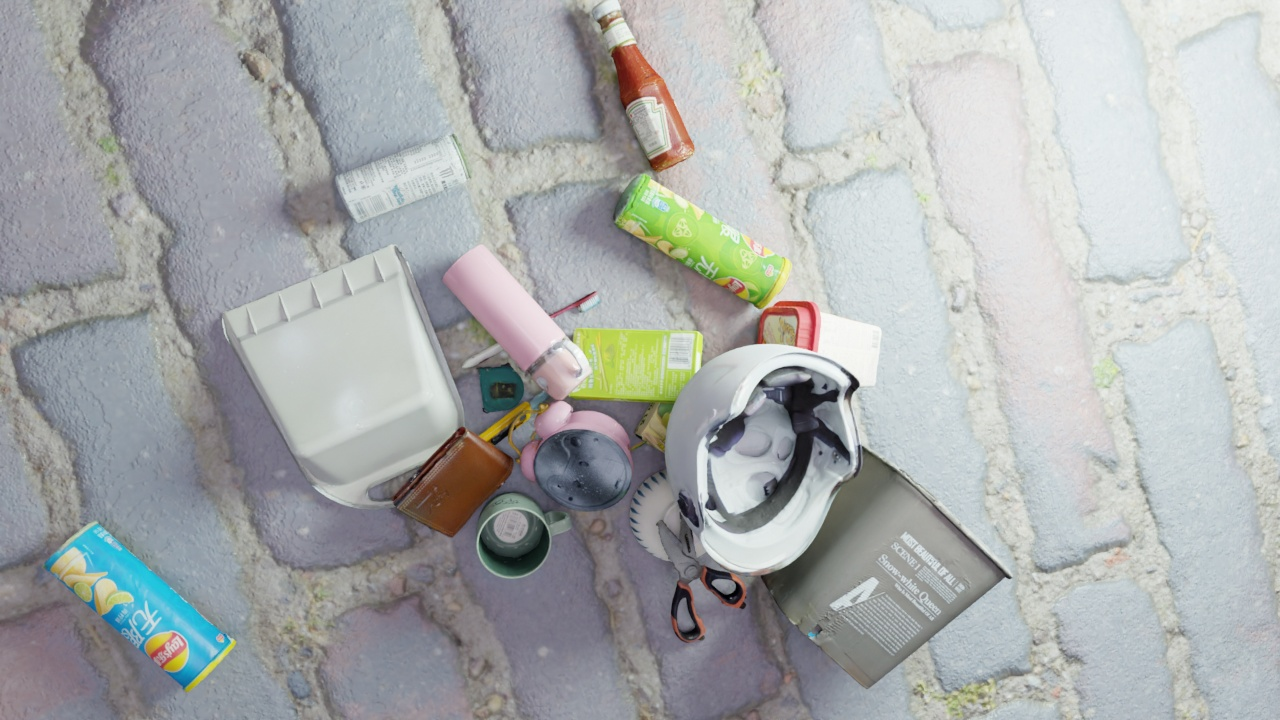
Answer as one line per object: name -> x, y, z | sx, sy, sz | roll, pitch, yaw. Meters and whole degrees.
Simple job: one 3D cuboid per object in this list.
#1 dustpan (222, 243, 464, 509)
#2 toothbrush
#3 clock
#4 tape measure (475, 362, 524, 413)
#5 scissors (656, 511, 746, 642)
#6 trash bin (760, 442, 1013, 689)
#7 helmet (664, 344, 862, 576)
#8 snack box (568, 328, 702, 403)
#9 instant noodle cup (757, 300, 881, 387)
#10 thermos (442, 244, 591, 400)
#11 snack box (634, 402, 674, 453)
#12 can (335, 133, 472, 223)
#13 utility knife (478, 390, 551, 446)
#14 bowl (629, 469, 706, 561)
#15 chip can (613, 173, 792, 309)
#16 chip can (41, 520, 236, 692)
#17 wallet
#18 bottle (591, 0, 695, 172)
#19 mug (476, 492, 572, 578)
dustpan -> -0.331, 0.037, 1.088 | 0.222, 0.143, 0.257 | -24, 67, -8
toothbrush -> -0.132, -0.034, 1.115 | 0.187, 0.016, 0.017 | -29, 107, -7
clock -> -0.082, 0.109, 1.090 | 0.158, 0.059, 0.117 | 21, 119, -5
tape measure -> -0.168, 0.033, 1.107 | 0.054, 0.025, 0.058 | -7, 95, -8
scissors -> 0.072, 0.262, 1.118 | 0.213, 0.015, 0.198 | 15, 110, -32
trash bin -> 0.284, 0.252, 1.117 | 0.199, 0.198, 0.220 | 43, 91, -9
helmet -> 0.117, 0.095, 1.023 | 0.228, 0.146, 0.259 | -18, 121, -25
snack box -> -0.006, 0.006, 1.094 | 0.156, 0.026, 0.085 | 1, 81, 16
instant noodle cup -> 0.221, -0.011, 1.131 | 0.124, 0.116, 0.116 | 6, 92, -21
thermos -> -0.138, -0.045, 1.062 | 0.198, 0.087, 0.067 | 48, 57, 3
snack box -> 0.122, 0.103, 1.140 | 0.240, 0.063, 0.114 | 30, 88, -10
can -> -0.272, -0.211, 1.058 | 0.146, 0.058, 0.058 | -23, 97, -8
utility knife -> -0.166, 0.082, 1.102 | 0.218, 0.033, 0.015 | -38, 55, -12
bowl -> 0.049, 0.195, 1.131 | 0.116, 0.066, 0.116 | -1, 93, -10
chip can -> 0.073, -0.144, 1.113 | 0.221, 0.072, 0.072 | 29, 88, -9
chip can -> -0.561, 0.276, 1.032 | 0.071, 0.071, 0.210 | -45, 99, -5
wallet -> -0.216, 0.142, 1.072 | 0.124, 0.032, 0.101 | -47, 139, 1
bottle -> 0.000, -0.329, 1.097 | 0.059, 0.060, 0.206 | -26, 97, -7
mug -> -0.137, 0.198, 1.080 | 0.111, 0.106, 0.082 | -14, 95, -8
